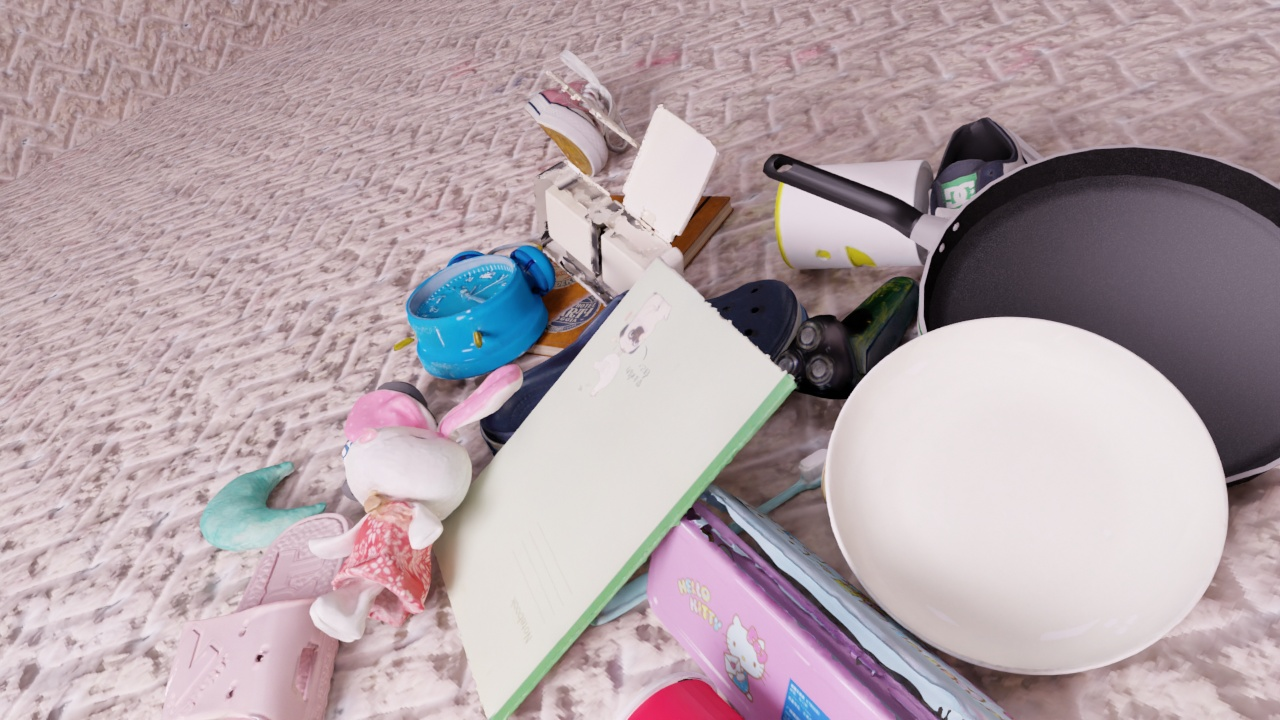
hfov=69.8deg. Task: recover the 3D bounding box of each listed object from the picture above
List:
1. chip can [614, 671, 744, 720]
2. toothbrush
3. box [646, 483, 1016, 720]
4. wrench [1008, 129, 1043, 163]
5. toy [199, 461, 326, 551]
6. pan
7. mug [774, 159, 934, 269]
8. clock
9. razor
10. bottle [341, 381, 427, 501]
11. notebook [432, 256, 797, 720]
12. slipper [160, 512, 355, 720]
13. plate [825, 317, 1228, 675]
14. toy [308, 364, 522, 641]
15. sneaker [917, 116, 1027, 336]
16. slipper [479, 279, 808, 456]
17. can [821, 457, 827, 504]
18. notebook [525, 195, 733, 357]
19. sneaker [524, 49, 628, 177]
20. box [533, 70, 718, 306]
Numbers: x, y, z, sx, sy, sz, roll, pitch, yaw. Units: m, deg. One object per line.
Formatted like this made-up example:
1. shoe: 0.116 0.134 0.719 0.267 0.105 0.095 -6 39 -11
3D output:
1. chip can: 0.072 0.213 0.351 0.069 0.069 0.221 -37 38 -19
2. toothbrush: 0.045 0.107 0.554 0.180 0.016 0.016 -32 37 -11
3. box: 0.084 0.135 0.445 0.096 0.077 0.214 -32 36 -16
4. wrench: 0.309 -0.121 0.709 0.087 0.018 0.272 -20 34 7
5. toy: -0.297 0.117 0.715 0.084 0.033 0.105 -28 33 -28
6. pan: 0.227 -0.056 0.556 0.356 0.034 0.225 29 73 29
7. mug: 0.169 -0.113 0.717 0.106 0.082 0.082 2 42 30
8. clock: -0.137 -0.051 0.794 0.117 0.060 0.161 -3 38 26
9. razor: 0.149 -0.022 0.625 0.054 0.067 0.151 9 38 42
10. bottle: -0.203 0.063 0.719 0.047 0.047 0.112 -9 38 18
11. notebook: -0.033 0.067 0.553 0.253 0.010 0.182 -50 35 7
12. slipper: -0.241 0.177 0.576 0.094 0.064 0.238 -15 34 10
13. plate: 0.187 0.065 0.462 0.182 0.034 0.182 -7 62 13
14. toy: -0.158 0.090 0.601 0.159 0.084 0.193 -9 49 32
15. sneaker: 0.228 -0.083 0.630 0.084 0.079 0.234 -13 39 34
16. slipper: -0.004 0.004 0.651 0.253 0.095 0.105 -21 32 9
17. can: 0.148 0.071 0.523 0.080 0.038 0.038 5 43 33
18. notebook: -0.033 -0.078 0.841 0.179 0.014 0.248 8 45 36
19. sneaker: -0.069 -0.281 1.051 0.088 0.118 0.241 -41 29 4
20. box: -0.011 -0.122 0.697 0.068 0.192 0.143 -38 66 -24
